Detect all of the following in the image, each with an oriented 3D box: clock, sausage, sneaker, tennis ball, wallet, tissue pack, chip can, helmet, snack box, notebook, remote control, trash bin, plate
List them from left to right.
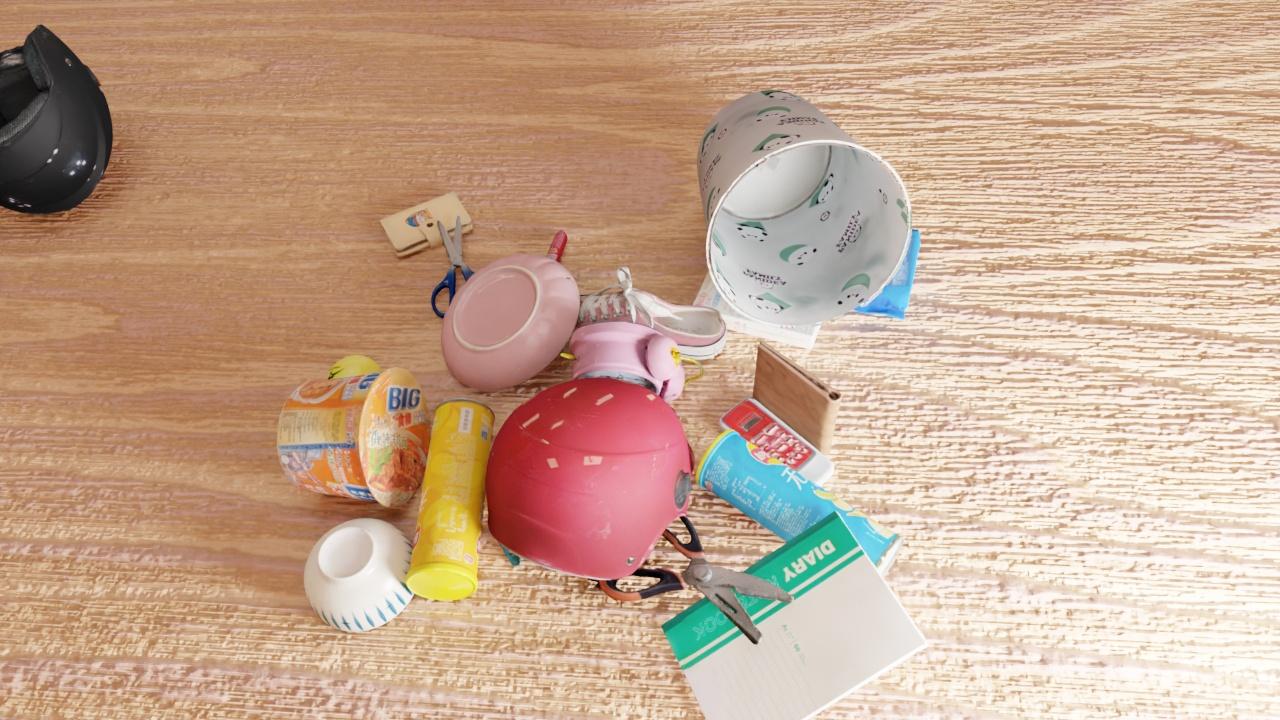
[{"bbox_3d":[-0.902,-0.350,1.342,0.233,0.230,0.274,-23,45,-5],"label":"helmet"},{"bbox_3d":[-0.339,0.026,1.093,0.065,0.066,0.065,-3,51,3],"label":"tennis ball"},{"bbox_3d":[-0.300,-0.191,1.290,0.115,0.024,0.087,-24,55,-16],"label":"wallet"},{"bbox_3d":[-0.200,0.144,0.982,0.072,0.072,0.213,-3,52,3],"label":"chip can"},{"bbox_3d":[-0.167,-0.056,1.119,0.193,0.039,0.192,-13,57,20],"label":"plate"},{"bbox_3d":[-0.122,-0.119,1.219,0.020,0.020,0.155,7,52,11],"label":"sausage"},{"bbox_3d":[-0.051,0.093,0.948,0.207,0.144,0.239,18,47,27],"label":"helmet"},{"bbox_3d":[-0.015,-0.058,1.114,0.241,0.088,0.118,6,52,13],"label":"sneaker"},{"bbox_3d":[-0.006,0.006,1.049,0.158,0.117,0.059,0,65,7],"label":"clock"},{"bbox_3d":[0.151,-0.070,1.150,0.157,0.027,0.084,15,54,16],"label":"snack box"},{"bbox_3d":[0.150,0.095,1.023,0.055,0.020,0.136,-35,56,-22],"label":"remote control"},{"bbox_3d":[0.174,-0.200,1.111,0.229,0.230,0.251,-8,35,-1],"label":"trash bin"},{"bbox_3d":[0.136,0.255,0.856,0.209,0.012,0.150,-35,53,6],"label":"notebook"},{"bbox_3d":[0.169,0.042,1.013,0.020,0.101,0.115,-36,56,-26],"label":"wallet"},{"bbox_3d":[0.160,0.153,0.944,0.210,0.071,0.071,32,60,26],"label":"chip can"},{"bbox_3d":[0.297,-0.112,1.155,0.095,0.052,0.156,9,53,15],"label":"tissue pack"}]

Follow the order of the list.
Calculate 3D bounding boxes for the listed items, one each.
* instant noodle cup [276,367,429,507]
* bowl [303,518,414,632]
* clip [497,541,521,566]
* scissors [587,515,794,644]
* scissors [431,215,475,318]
[{"bbox_3d":[-0.313,0.083,1.001,0.111,0.151,0.151,-1,51,15],"label":"instant noodle cup"},{"bbox_3d":[-0.291,0.211,0.941,0.116,0.066,0.116,-3,52,3],"label":"bowl"},{"bbox_3d":[-0.144,0.191,0.972,0.013,0.037,0.055,-27,46,-19],"label":"clip"},{"bbox_3d":[0.044,0.208,0.914,0.224,0.015,0.188,-13,41,13],"label":"scissors"},{"bbox_3d":[-0.253,-0.123,1.228,0.170,0.012,0.144,38,67,23],"label":"scissors"}]
